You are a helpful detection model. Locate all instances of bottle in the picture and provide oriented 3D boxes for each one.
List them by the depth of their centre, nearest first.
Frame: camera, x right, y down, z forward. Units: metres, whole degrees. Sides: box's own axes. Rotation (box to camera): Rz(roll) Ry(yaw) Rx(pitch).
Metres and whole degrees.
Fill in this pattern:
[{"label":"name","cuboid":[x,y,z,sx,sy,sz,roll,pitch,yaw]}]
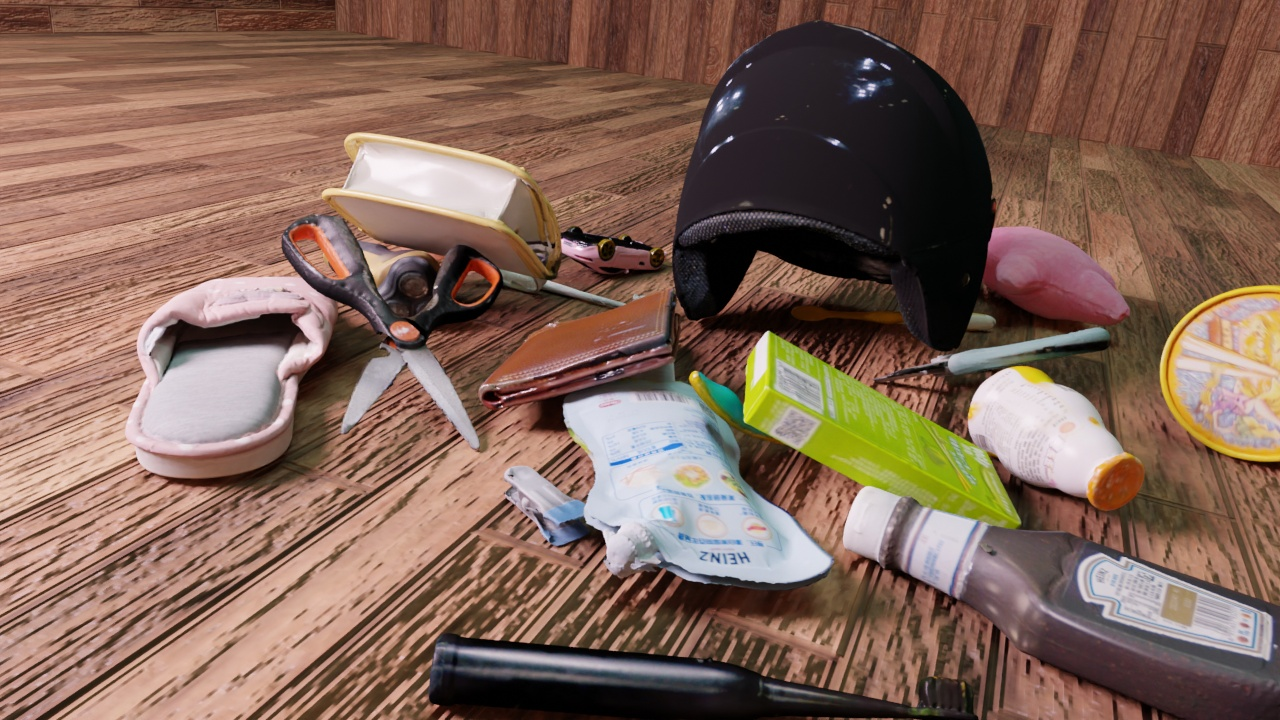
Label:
[{"label":"bottle","cuboid":[0.191,0.108,0.426,0.195,0.044,0.079,19,25,29]},{"label":"bottle","cuboid":[0.250,0.048,0.555,0.063,0.063,0.108,-1,23,-17]}]

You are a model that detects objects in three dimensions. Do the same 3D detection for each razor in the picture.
[{"label":"razor","cuboid":[0.073,0.033,0.542,0.132,0.028,0.043,22,19,-40]},{"label":"razor","cuboid":[-0.213,-0.068,0.741,0.067,0.062,0.168,-44,40,-21]}]

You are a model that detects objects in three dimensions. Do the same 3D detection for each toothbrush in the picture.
[{"label":"toothbrush","cuboid":[0.027,0.127,0.356,0.212,0.026,0.027,5,61,-3]},{"label":"toothbrush","cuboid":[-0.066,-0.065,0.806,0.180,0.016,0.016,16,13,23]},{"label":"toothbrush","cuboid":[0.227,-0.039,0.822,0.191,0.016,0.018,2,14,-7]}]

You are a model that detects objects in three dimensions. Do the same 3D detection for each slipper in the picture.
[{"label":"slipper","cuboid":[-0.255,-0.013,0.582,0.114,0.054,0.274,0,24,-13]}]

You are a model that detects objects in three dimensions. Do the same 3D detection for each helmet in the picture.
[{"label":"helmet","cuboid":[0.156,-0.130,0.724,0.234,0.230,0.274,11,6,30]}]

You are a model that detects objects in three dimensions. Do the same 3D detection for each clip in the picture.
[{"label":"clip","cuboid":[-0.051,0.075,0.477,0.025,0.036,0.058,-17,35,-40]}]

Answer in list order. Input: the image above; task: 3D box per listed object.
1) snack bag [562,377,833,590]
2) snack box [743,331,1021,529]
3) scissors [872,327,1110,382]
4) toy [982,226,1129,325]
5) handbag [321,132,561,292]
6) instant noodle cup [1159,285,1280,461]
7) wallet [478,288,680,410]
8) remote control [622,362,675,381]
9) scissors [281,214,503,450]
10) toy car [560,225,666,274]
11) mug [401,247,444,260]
[{"label":"snack bag","cuboid":[0.019,0.062,0.493,0.110,0.039,0.191,12,19,-16]},{"label":"snack box","cuboid":[0.132,0.043,0.516,0.156,0.026,0.085,28,24,-5]},{"label":"scissors","cuboid":[0.260,-0.003,0.659,0.169,0.019,0.172,-8,-5,-45]},{"label":"toy","cuboid":[0.402,-0.081,0.897,0.178,0.075,0.194,11,24,-15]},{"label":"handbag","cuboid":[-0.142,-0.109,0.737,0.163,0.063,0.179,15,-14,16]},{"label":"instant noodle cup","cuboid":[0.449,0.005,0.654,0.118,0.118,0.114,24,20,36]},{"label":"wallet","cuboid":[-0.034,-0.006,0.589,0.125,0.032,0.101,-17,15,10]},{"label":"remote control","cuboid":[-0.004,0.004,0.651,0.056,0.020,0.135,5,23,-2]},{"label":"scissors","cuboid":[-0.152,-0.031,0.602,0.221,0.022,0.227,38,34,15]},{"label":"toy car","cuboid":[-0.027,-0.103,0.884,0.056,0.037,0.122,30,19,38]},{"label":"mug","cuboid":[-0.178,-0.138,0.885,0.106,0.082,0.114,22,54,30]}]
